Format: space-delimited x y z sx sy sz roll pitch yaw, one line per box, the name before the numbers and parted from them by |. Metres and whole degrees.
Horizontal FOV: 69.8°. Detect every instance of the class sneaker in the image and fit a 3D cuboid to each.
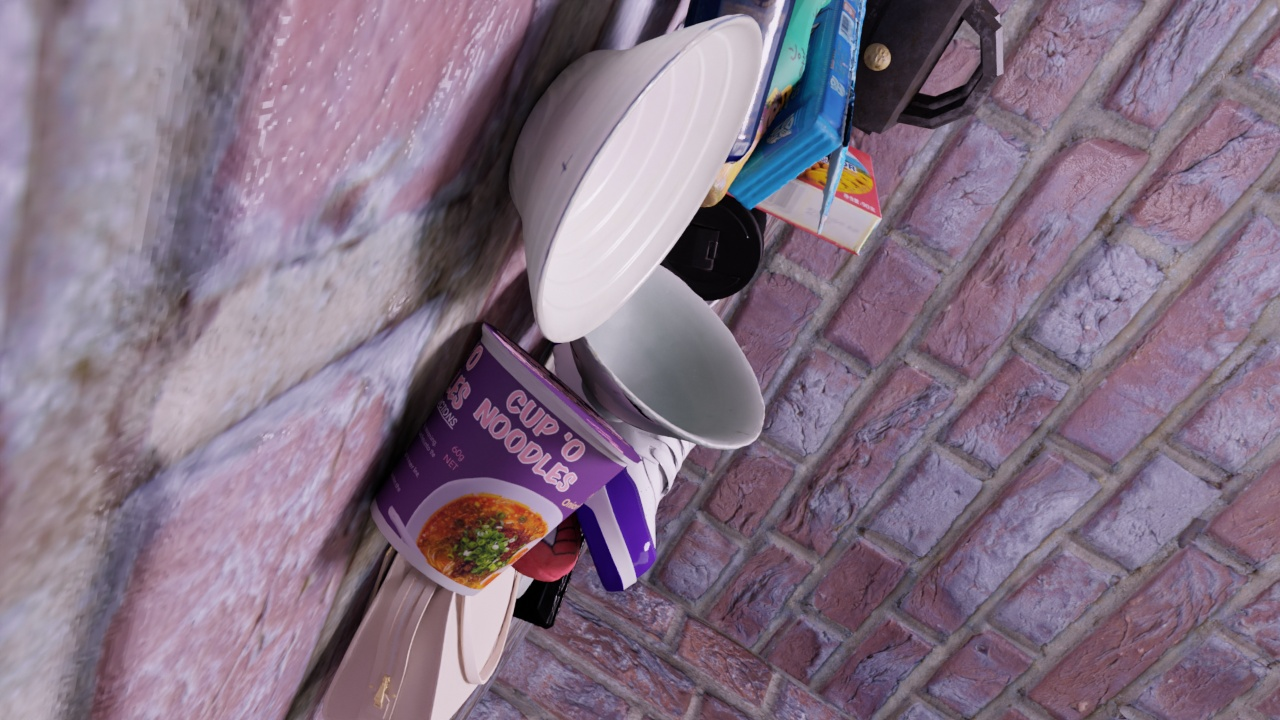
sneaker | 0.003 0.057 0.662 0.243 0.111 0.092 -102 179 -50

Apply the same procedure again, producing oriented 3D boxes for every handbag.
handbag | -0.143 0.166 0.706 0.194 0.101 0.198 -22 131 -80
handbag | 0.241 -0.301 0.868 0.102 0.199 0.198 -53 172 -38

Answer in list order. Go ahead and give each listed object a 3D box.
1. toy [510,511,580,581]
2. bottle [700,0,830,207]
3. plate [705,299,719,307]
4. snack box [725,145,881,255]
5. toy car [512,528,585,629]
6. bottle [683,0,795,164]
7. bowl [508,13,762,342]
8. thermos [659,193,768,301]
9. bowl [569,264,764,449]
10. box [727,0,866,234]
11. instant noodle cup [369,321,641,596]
toy | -0.084 0.094 0.639 0.062 0.133 0.092 -26 -152 4
bottle | 0.079 -0.208 0.639 0.209 0.068 0.068 -57 174 -10
plate | 0.024 -0.057 0.879 0.157 0.014 0.156 -29 -161 11
snack box | 0.130 -0.164 0.783 0.144 0.142 0.040 -75 -170 -56
toy car | -0.097 0.138 0.847 0.191 0.094 0.071 -68 151 -18
bottle | 0.054 -0.191 0.501 0.056 0.056 0.161 -47 155 -61
bowl | -0.015 -0.097 0.444 0.176 0.058 0.177 -51 168 -16
thermos | 0.079 -0.147 0.848 0.106 0.106 0.218 -63 178 38
bowl | -0.004 0.004 0.600 0.068 0.174 0.173 -46 180 28
box | 0.143 -0.206 0.719 0.092 0.085 0.242 -32 -150 41
instant noodle cup | -0.081 0.067 0.527 0.122 0.137 0.122 -48 129 0
